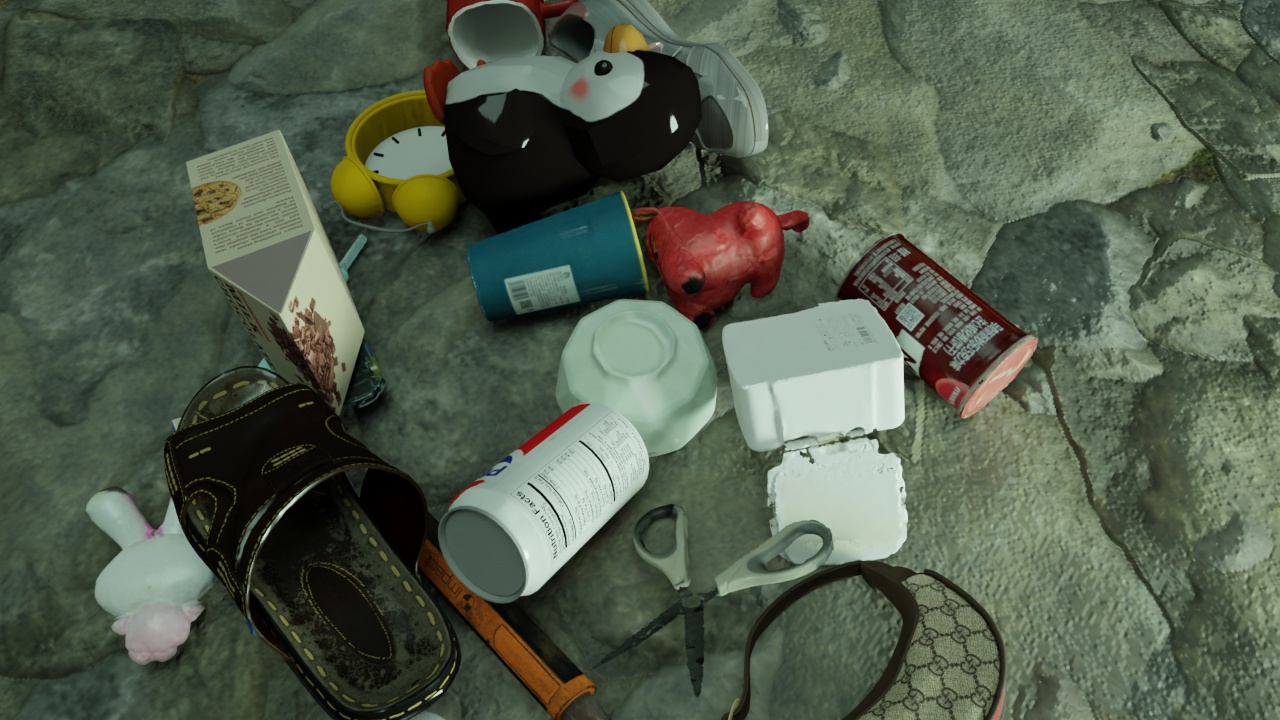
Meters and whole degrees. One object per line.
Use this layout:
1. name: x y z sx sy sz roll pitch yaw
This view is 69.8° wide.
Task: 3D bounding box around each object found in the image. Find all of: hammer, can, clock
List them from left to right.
1. clock: -0.185 -0.160 0.747 0.113 0.052 0.151 14 55 10
2. hammer: -0.061 0.191 0.527 0.314 0.035 0.137 38 88 28
3. can: -0.054 0.082 0.553 0.070 0.070 0.131 29 35 18

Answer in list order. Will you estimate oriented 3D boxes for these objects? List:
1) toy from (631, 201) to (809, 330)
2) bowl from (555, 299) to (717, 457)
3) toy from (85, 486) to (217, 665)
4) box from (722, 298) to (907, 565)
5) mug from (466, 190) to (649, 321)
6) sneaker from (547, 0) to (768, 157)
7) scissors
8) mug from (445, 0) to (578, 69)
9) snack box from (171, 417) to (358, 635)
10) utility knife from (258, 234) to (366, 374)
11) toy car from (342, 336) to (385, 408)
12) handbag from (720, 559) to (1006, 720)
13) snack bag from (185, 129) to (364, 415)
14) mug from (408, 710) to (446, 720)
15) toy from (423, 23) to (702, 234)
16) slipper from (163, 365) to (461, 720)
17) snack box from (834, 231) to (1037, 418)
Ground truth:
1. toy: 0.062 -0.097 0.684 0.132 0.088 0.094 -26 50 -14
2. bowl: -0.004 0.004 0.633 0.117 0.061 0.117 -1 59 2
3. toy: -0.306 0.131 0.581 0.079 0.038 0.122 -7 57 -17
4. box: 0.122 0.053 0.598 0.107 0.132 0.151 -13 28 3
5. mug: -0.062 -0.071 0.676 0.121 0.078 0.078 -15 59 -2
6. sneaker: 0.004 -0.227 0.755 0.089 0.099 0.236 -32 55 -17
7. scissors: 0.035 0.127 0.537 0.170 0.012 0.157 -21 25 -17
8. mug: -0.114 -0.324 0.824 0.116 0.080 0.096 -8 59 5
9. snack box: -0.233 0.090 0.594 0.087 0.033 0.154 -20 58 -30
10. utility knife: -0.245 -0.044 0.700 0.022 0.015 0.140 13 57 18
11. toy car: -0.211 0.003 0.659 0.038 0.027 0.089 -25 51 -16
12. handbag: 0.123 0.190 0.524 0.138 0.063 0.166 30 67 37
13. snack bag: -0.248 -0.060 0.637 0.069 0.094 0.206 -23 48 -12
14. mug: -0.135 0.242 0.487 0.113 0.071 0.084 -30 62 -17
15. toy: -0.043 -0.168 0.683 0.184 0.140 0.158 -4 14 23
16. slipper: -0.192 0.087 0.522 0.112 0.076 0.268 -24 53 -31
17. snack box: 0.202 -0.026 0.637 0.072 0.072 0.121 -35 63 -18
